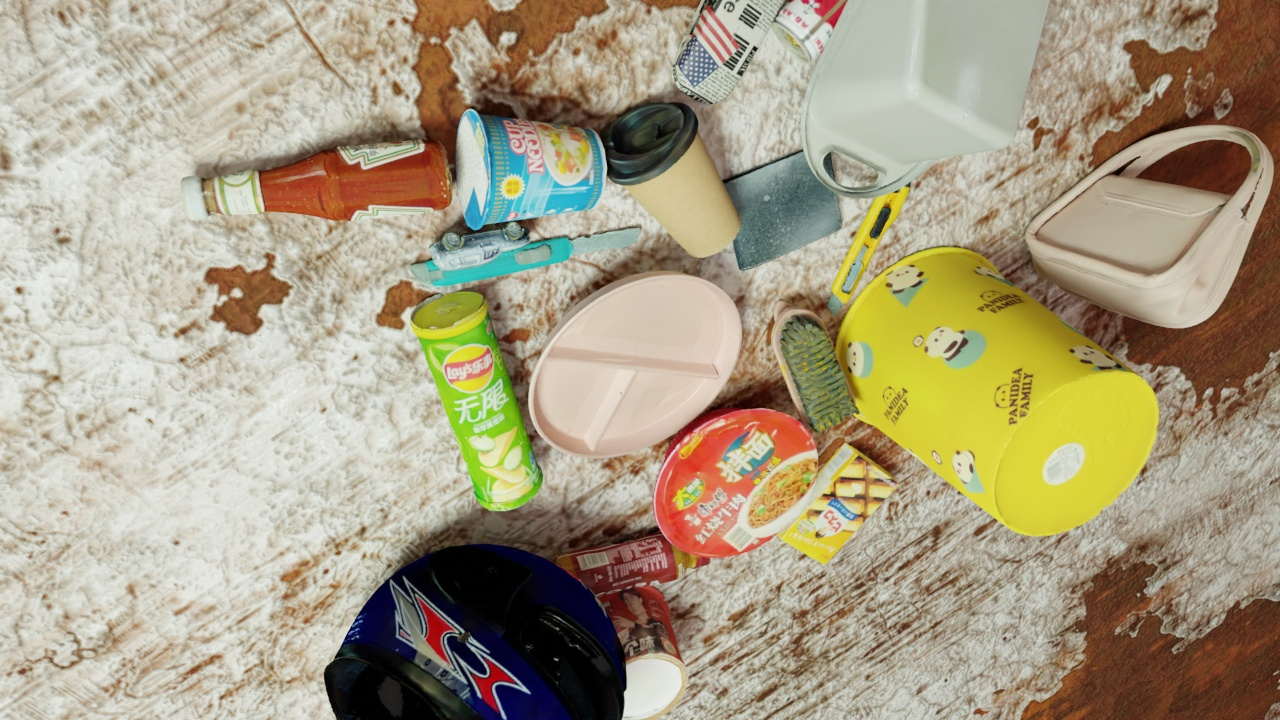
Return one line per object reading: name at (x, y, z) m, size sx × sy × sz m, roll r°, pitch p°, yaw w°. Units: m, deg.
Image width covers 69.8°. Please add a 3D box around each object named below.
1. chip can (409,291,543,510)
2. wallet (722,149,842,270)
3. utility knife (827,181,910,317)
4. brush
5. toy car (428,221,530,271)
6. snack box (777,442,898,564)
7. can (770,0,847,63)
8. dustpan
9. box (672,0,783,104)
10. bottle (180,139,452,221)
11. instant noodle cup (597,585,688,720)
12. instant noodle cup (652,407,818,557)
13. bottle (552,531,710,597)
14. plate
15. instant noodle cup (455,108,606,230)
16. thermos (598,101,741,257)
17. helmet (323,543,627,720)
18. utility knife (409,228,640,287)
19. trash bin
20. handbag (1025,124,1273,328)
chip can at (-0.151, 0.044, 0.876) m, size 0.072 × 0.072 × 0.221 m, roll -19°, pitch 122°, yaw -10°
wallet at (0.141, -0.153, 0.911) m, size 0.120 × 0.019 × 0.097 m, roll -23°, pitch 121°, yaw -9°
utility knife at (0.239, -0.122, 0.964) m, size 0.033 × 0.015 × 0.172 m, roll 15°, pitch 111°, yaw -23°
brush at (0.179, 0.004, 0.976) m, size 0.063 × 0.073 × 0.146 m, roll -27°, pitch 118°, yaw 1°
toy car at (-0.142, -0.101, 0.814) m, size 0.090 × 0.043 × 0.034 m, roll -14°, pitch 93°, yaw -15°
snack box at (0.236, 0.175, 1.113) m, size 0.087 × 0.033 × 0.140 m, roll 34°, pitch 103°, yaw -31°
can at (0.179, -0.328, 0.808) m, size 0.133 × 0.053 × 0.053 m, roll -46°, pitch 122°, yaw 7°
dustpan at (0.253, -0.283, 0.844) m, size 0.222 × 0.143 × 0.257 m, roll 11°, pitch 87°, yaw -38°
box at (0.082, -0.304, 0.798) m, size 0.068 × 0.051 × 0.164 m, roll 25°, pitch 105°, yaw -19°
bottle at (-0.260, -0.142, 0.746) m, size 0.206 × 0.059 × 0.060 m, roll -9°, pitch 119°, yaw -15°
instant noodle cup at (-0.013, 0.344, 1.066) m, size 0.137 × 0.108 × 0.138 m, roll -9°, pitch 119°, yaw -16°
instant noodle cup at (0.097, 0.124, 1.014) m, size 0.193 × 0.066 × 0.194 m, roll -8°, pitch 118°, yaw -16°
bottle at (-0.008, 0.230, 1.036) m, size 0.174 × 0.057 × 0.057 m, roll -9°, pitch 119°, yaw -16°
plate at (-0.005, 0.005, 0.905) m, size 0.229 × 0.028 × 0.230 m, roll -17°, pitch 136°, yaw -17°
instant noodle cup at (-0.092, -0.163, 0.781) m, size 0.109 × 0.099 × 0.099 m, roll -7°, pitch 119°, yaw -26°
thermos at (0.032, -0.161, 0.829) m, size 0.093 × 0.093 × 0.143 m, roll -39°, pitch 132°, yaw 3°
helmet at (-0.131, 0.311, 0.893) m, size 0.239 × 0.316 × 0.248 m, roll -32°, pitch 130°, yaw -44°
utility knife at (-0.103, -0.098, 0.852) m, size 0.218 × 0.013 × 0.029 m, roll -13°, pitch 120°, yaw -13°
trash bin at (0.363, 0.033, 0.951) m, size 0.229 × 0.255 × 0.230 m, roll -9°, pitch 120°, yaw -16°
handbag at (0.551, -0.159, 0.967) m, size 0.234 × 0.193 × 0.093 m, roll -50°, pitch 124°, yaw -2°
